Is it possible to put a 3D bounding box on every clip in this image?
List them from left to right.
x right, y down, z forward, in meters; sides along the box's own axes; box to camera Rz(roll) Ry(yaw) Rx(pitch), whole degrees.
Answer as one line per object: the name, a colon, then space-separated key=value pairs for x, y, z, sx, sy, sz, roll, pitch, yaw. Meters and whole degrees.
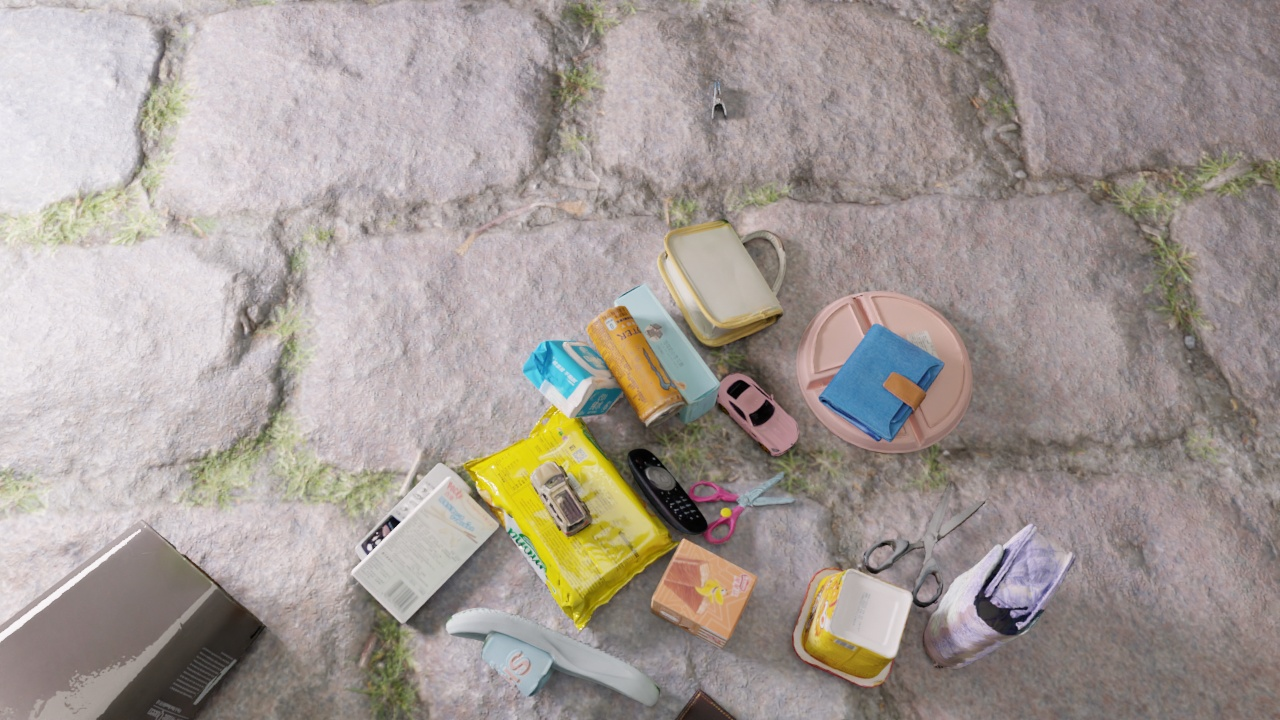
clip: x=0.115 y=-0.384 z=1.362 sx=0.029 sy=0.024 sz=0.056 roll=-5 pitch=73 yaw=2

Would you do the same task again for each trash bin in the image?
trash bin: x=-0.543 y=0.311 z=0.969 sx=0.198 sy=0.199 sz=0.219 roll=36 pitch=64 yaw=13

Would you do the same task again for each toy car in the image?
toy car: x=-0.091 y=0.154 z=1.044 sx=0.042 sy=0.035 sz=0.090 roll=-30 pitch=66 yaw=-14
toy car: x=0.148 y=0.066 z=1.159 sx=0.056 sy=0.037 sz=0.122 roll=-42 pitch=74 yaw=-15

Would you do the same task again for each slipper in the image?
slipper: x=-0.099 y=0.337 z=1.006 sx=0.245 sy=0.104 sz=0.074 roll=21 pitch=70 yaw=2

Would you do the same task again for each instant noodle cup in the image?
instant noodle cup: x=0.240 y=0.288 z=1.014 sx=0.116 sy=0.124 sz=0.116 roll=21 pitch=68 yaw=9

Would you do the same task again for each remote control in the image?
remote control: x=-0.273 y=0.193 z=1.107 sx=0.058 sy=0.021 sz=0.149 roll=38 pitch=71 yaw=15
remote control: x=0.029 y=0.162 z=1.110 sx=0.053 sy=0.024 sz=0.136 roll=-7 pitch=47 yaw=-45

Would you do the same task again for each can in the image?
can: x=-0.007 y=0.006 z=1.111 sx=0.058 sy=0.058 sz=0.146 roll=-29 pitch=77 yaw=-12

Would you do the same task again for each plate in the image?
plate: x=0.319 y=0.008 z=1.190 sx=0.229 sy=0.028 sz=0.229 roll=0 pitch=66 yaw=0

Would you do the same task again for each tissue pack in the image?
tissue pack: x=-0.077 y=0.019 z=1.130 sx=0.090 sy=0.140 sz=0.063 roll=43 pitch=104 yaw=16

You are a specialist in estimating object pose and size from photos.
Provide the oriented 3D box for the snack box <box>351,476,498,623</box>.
snack box: x=-0.251 y=0.221 z=1.077 sx=0.084 sy=0.027 sz=0.156 roll=47 pitch=71 yaw=-7

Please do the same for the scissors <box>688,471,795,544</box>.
scissors: x=0.121 y=0.166 z=1.128 sx=0.136 sy=0.017 sz=0.105 roll=-33 pitch=65 yaw=-18

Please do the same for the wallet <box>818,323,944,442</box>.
wallet: x=0.302 y=0.028 z=1.147 sx=0.106 sy=0.040 sz=0.132 roll=35 pitch=72 yaw=18

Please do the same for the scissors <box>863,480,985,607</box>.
scissors: x=0.342 y=0.216 z=1.094 sx=0.173 sy=0.014 sz=0.159 roll=-6 pitch=53 yaw=2

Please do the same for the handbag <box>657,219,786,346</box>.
handbag: x=0.127 y=-0.111 z=1.231 sx=0.178 sy=0.063 sz=0.163 roll=-19 pitch=67 yaw=-24

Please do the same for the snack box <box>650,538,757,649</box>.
snack box: x=0.070 y=0.265 z=1.039 sx=0.094 sy=0.093 sz=0.077 roll=26 pitch=68 yaw=11

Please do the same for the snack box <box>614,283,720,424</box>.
snack box: x=0.031 y=-0.009 z=1.168 sx=0.051 sy=0.074 sz=0.175 roll=-31 pitch=70 yaw=-13

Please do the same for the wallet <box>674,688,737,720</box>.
wallet: x=0.064 y=0.439 z=1.005 sx=0.096 sy=0.020 sz=0.122 roll=35 pitch=72 yaw=19

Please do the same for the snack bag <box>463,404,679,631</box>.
snack bag: x=-0.081 y=0.174 z=1.092 sx=0.157 sy=0.068 sz=0.246 roll=-35 pitch=70 yaw=-15

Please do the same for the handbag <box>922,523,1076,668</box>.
handbag: x=0.380 y=0.259 z=0.993 sx=0.075 sy=0.194 sz=0.134 roll=38 pitch=67 yaw=19
